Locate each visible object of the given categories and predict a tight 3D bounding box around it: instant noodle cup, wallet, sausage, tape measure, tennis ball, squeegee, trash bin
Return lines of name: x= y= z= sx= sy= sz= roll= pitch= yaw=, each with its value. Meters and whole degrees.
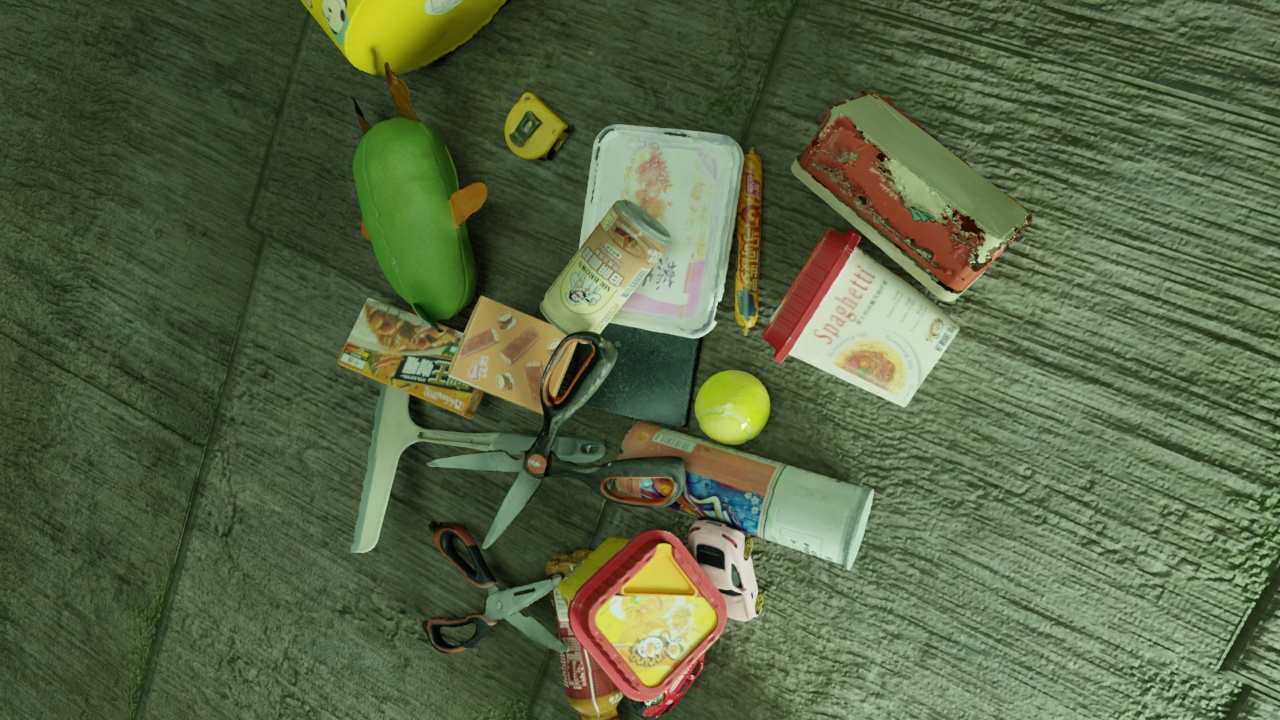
instant noodle cup: x=0.021 y=-0.114 z=0.814 sx=0.138 sy=0.060 sz=0.173 roll=11 pitch=100 yaw=20
wallet: x=-0.005 y=0.005 z=0.857 sx=0.121 sy=0.019 sz=0.097 roll=11 pitch=97 yaw=19
sausage: x=0.095 y=-0.104 z=0.806 sx=0.021 sy=0.021 sz=0.165 roll=3 pitch=95 yaw=22
instant noodle cup: x=0.177 y=-0.032 z=0.737 sx=0.124 sy=0.116 sz=0.116 roll=32 pitch=105 yaw=4
instant noodle cup: x=-0.008 y=0.210 z=0.793 sx=0.116 sy=0.124 sz=0.116 roll=-41 pitch=102 yaw=-18
tape measure: x=-0.102 y=-0.219 z=0.871 sx=0.060 sy=0.028 sz=0.057 roll=44 pitch=109 yaw=13
tennis ball: x=0.080 y=0.040 z=0.799 sx=0.065 sy=0.065 sz=0.065 roll=2 pitch=95 yaw=22
squeegee: x=-0.148 y=0.079 z=0.909 sx=0.247 sy=0.039 sz=0.246 roll=3 pitch=77 yaw=15
trash bin: x=-0.252 y=-0.418 z=0.820 sx=0.230 sy=0.229 sz=0.255 roll=-35 pitch=86 yaw=20

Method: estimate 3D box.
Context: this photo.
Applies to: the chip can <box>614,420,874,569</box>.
chip can: x=0.087 y=0.113 z=0.799 sx=0.215 sy=0.071 sz=0.071 roll=16 pitch=100 yaw=21

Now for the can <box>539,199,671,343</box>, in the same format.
can: x=-0.030 y=-0.075 z=0.774 sx=0.058 sy=0.058 sz=0.116 roll=44 pitch=108 yaw=13

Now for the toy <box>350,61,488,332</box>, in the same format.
toy: x=-0.219 y=-0.150 z=0.885 sx=0.227 sy=0.089 sz=0.247 roll=-2 pitch=105 yaw=50

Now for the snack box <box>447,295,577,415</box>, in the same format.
snack box: x=-0.114 y=-0.001 z=0.836 sx=0.094 sy=0.093 sz=0.077 roll=22 pitch=84 yaw=-4

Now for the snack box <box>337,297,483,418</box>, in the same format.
snack box: x=-0.220 y=-0.003 z=0.913 sx=0.154 sy=0.026 sz=0.075 roll=20 pitch=82 yaw=17

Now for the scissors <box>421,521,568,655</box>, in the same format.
scissors: x=-0.153 y=0.239 z=0.909 sx=0.227 sy=0.015 sz=0.189 roll=40 pitch=116 yaw=32

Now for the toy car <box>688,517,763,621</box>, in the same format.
toy car: x=0.073 y=0.187 z=0.801 sx=0.056 sy=0.037 sz=0.122 roll=10 pitch=132 yaw=33

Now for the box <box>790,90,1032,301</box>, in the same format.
box: x=0.212 y=-0.136 z=0.708 sx=0.168 sy=0.091 sz=0.080 roll=43 pitch=133 yaw=14

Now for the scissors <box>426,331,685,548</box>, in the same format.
scissors: x=-0.068 y=0.079 z=0.781 sx=0.234 sy=0.021 sz=0.221 roll=16 pitch=106 yaw=5

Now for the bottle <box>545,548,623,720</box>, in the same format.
bottle: x=-0.050 y=0.271 z=0.874 sx=0.058 sy=0.057 sz=0.175 roll=-8 pitch=91 yaw=22

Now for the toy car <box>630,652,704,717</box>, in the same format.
toy car: x=0.032 y=0.274 z=0.845 sx=0.045 sy=0.053 sz=0.121 roll=21 pitch=109 yaw=-23
